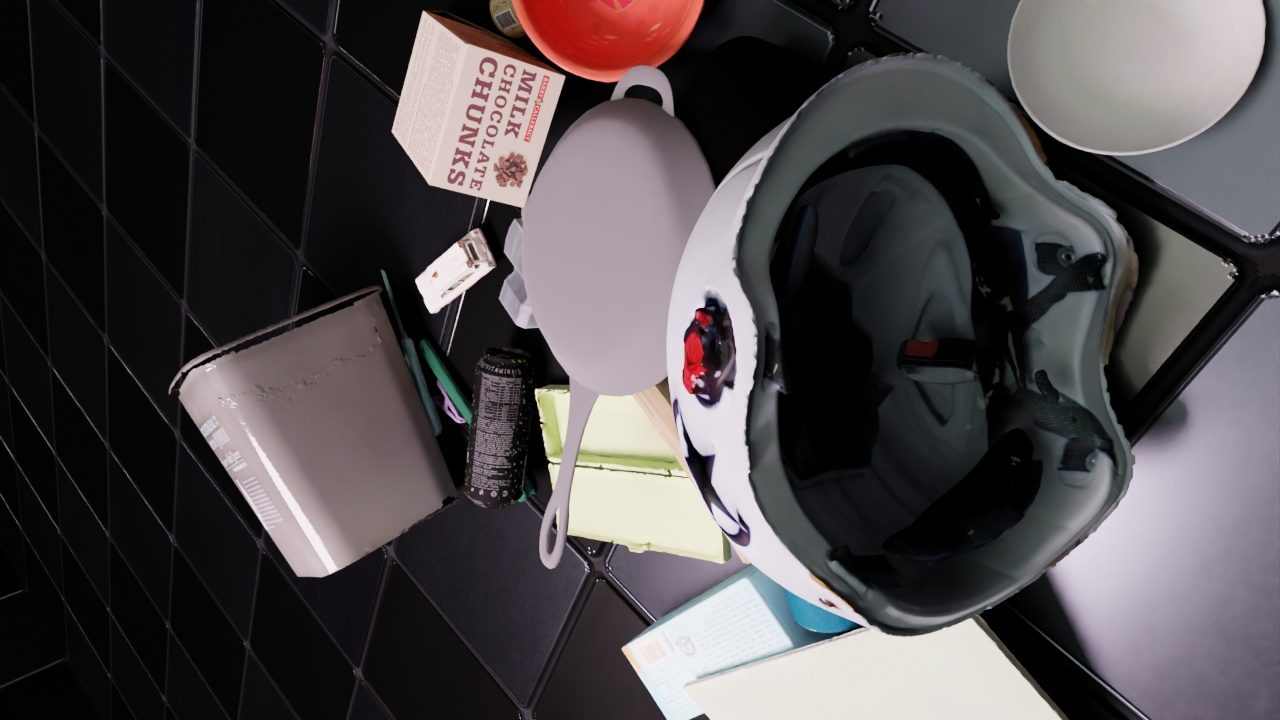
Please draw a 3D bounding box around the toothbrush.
[{"bbox_3d":[-0.157,0.054,0.872,0.189,0.017,0.016,54,133,16],"label":"toothbrush"}]

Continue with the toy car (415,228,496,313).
[{"bbox_3d":[-0.172,-0.077,0.820,0.113,0.038,0.039,-27,86,45],"label":"toy car"}]

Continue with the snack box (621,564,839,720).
[{"bbox_3d":[0.064,0.215,0.700,0.075,0.053,0.175,56,134,11],"label":"snack box"}]

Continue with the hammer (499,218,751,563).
[{"bbox_3d":[-0.004,0.004,0.632,0.322,0.051,0.118,53,133,35],"label":"hammer"}]

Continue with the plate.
[{"bbox_3d":[0.225,-0.144,0.424,0.104,0.026,0.104,0,89,18],"label":"plate"}]

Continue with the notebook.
[{"bbox_3d":[0.166,0.256,0.611,0.182,0.010,0.253,49,133,-5],"label":"notebook"}]

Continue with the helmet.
[{"bbox_3d":[0.111,-0.007,0.470,0.164,0.236,0.264,3,111,62],"label":"helmet"}]

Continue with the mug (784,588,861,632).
[{"bbox_3d":[0.117,0.111,0.602,0.078,0.078,0.121,-1,109,43],"label":"mug"}]

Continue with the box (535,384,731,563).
[{"bbox_3d":[-0.009,0.087,0.739,0.188,0.024,0.137,-2,98,43],"label":"box"}]

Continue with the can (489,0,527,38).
[{"bbox_3d":[-0.069,-0.262,0.660,0.080,0.038,0.038,-3,103,43],"label":"can"}]

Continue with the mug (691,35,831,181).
[{"bbox_3d":[0.076,-0.130,0.555,0.100,0.084,0.119,59,165,26],"label":"mug"}]

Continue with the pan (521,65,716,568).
[{"bbox_3d":[-0.038,-0.015,0.617,0.217,0.024,0.355,29,114,43],"label":"pan"}]

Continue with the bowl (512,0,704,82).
[{"bbox_3d":[-0.017,-0.249,0.592,0.130,0.045,0.131,5,113,12],"label":"bowl"}]

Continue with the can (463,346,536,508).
[{"bbox_3d":[-0.123,0.060,0.804,0.054,0.053,0.138,19,108,37],"label":"can"}]

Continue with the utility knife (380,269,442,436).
[{"bbox_3d":[-0.230,-0.008,0.920,0.022,0.015,0.177,-16,91,56],"label":"utility knife"}]

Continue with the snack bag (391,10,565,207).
[{"bbox_3d":[-0.136,-0.201,0.694,0.206,0.069,0.094,49,124,53],"label":"snack bag"}]

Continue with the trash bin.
[{"bbox_3d":[-0.307,0.076,0.896,0.198,0.197,0.220,-20,98,56],"label":"trash bin"}]

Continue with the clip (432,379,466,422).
[{"bbox_3d":[-0.187,0.037,0.895,0.050,0.014,0.046,16,112,42],"label":"clip"}]
